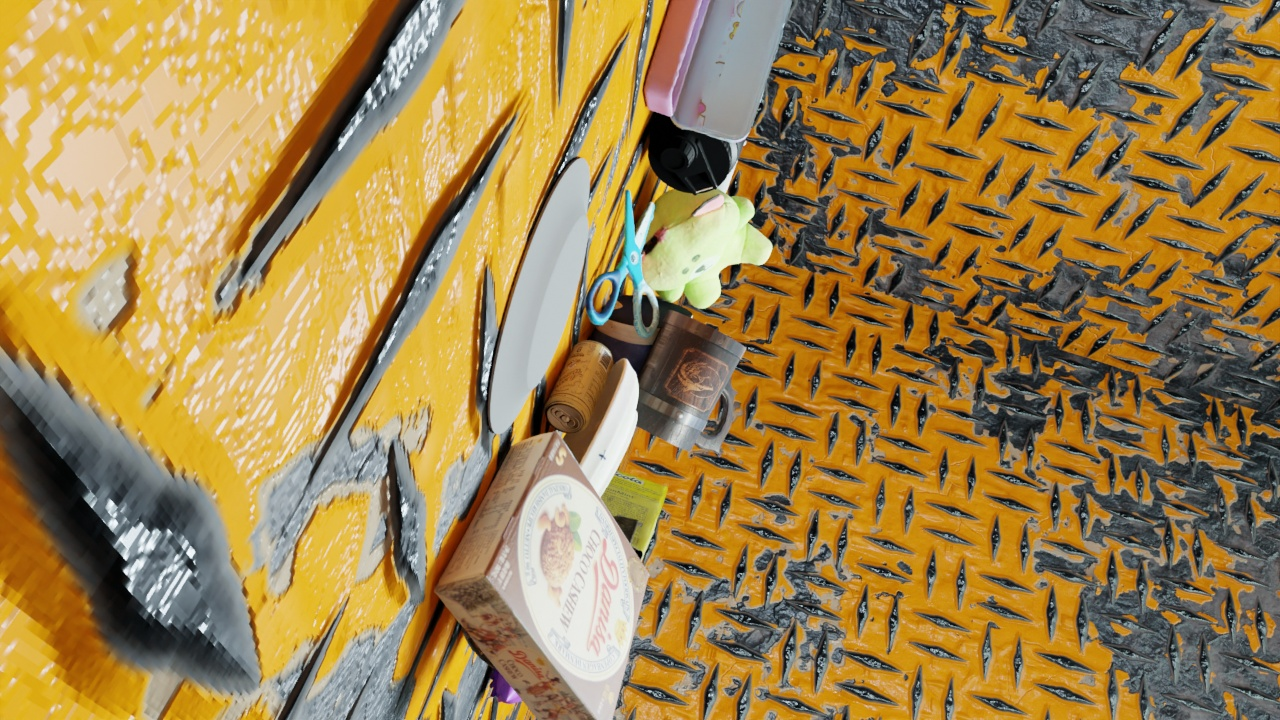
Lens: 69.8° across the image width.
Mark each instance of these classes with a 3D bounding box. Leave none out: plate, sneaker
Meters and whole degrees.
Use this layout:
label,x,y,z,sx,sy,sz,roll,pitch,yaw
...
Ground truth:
label,x,y,z,sx,sy,sz,roll,pitch,yaw
plate,-0.046,0.084,0.778,0.182,0.034,0.182,-58,-172,13
sneaker,-0.006,0.005,0.965,0.232,0.091,0.118,-54,157,-78
plate,-0.057,-0.038,0.573,0.178,0.012,0.178,22,86,-87

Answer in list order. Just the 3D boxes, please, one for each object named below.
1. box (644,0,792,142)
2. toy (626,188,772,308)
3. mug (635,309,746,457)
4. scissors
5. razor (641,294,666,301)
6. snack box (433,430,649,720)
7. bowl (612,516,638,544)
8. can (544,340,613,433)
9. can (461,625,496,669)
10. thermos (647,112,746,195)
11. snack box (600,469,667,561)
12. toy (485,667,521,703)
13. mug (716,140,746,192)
label,x,y,z,sx,sy,sz,roll,pitch,yaw
box,0.078,-0.297,0.752,0.090,0.091,0.214,-5,112,-87
toy,0.055,-0.131,1.000,0.150,0.107,0.196,-40,152,12
mug,0.051,0.026,0.849,0.107,0.115,0.080,-63,-152,-1
scissors,-0.016,-0.085,0.805,0.117,0.013,0.140,-15,107,-49
razor,0.004,-0.044,1.142,0.151,0.067,0.054,136,-22,-79
snack box,-0.056,0.147,0.607,0.147,0.041,0.142,60,26,-22
bowl,-0.047,0.200,0.864,0.121,0.056,0.121,22,86,-87
can,-0.051,0.022,0.764,0.079,0.038,0.038,-69,175,-47
can,-0.080,0.184,0.694,0.074,0.090,0.090,-67,174,-54
thermos,0.064,-0.237,0.877,0.086,0.086,0.198,104,5,-51
snack box,-0.042,0.179,1.053,0.180,0.121,0.045,-61,167,-71
toy,-0.128,0.320,0.965,0.106,0.056,0.087,125,-11,-65
mug,0.070,-0.236,1.051,0.113,0.084,0.071,-78,-173,-67
